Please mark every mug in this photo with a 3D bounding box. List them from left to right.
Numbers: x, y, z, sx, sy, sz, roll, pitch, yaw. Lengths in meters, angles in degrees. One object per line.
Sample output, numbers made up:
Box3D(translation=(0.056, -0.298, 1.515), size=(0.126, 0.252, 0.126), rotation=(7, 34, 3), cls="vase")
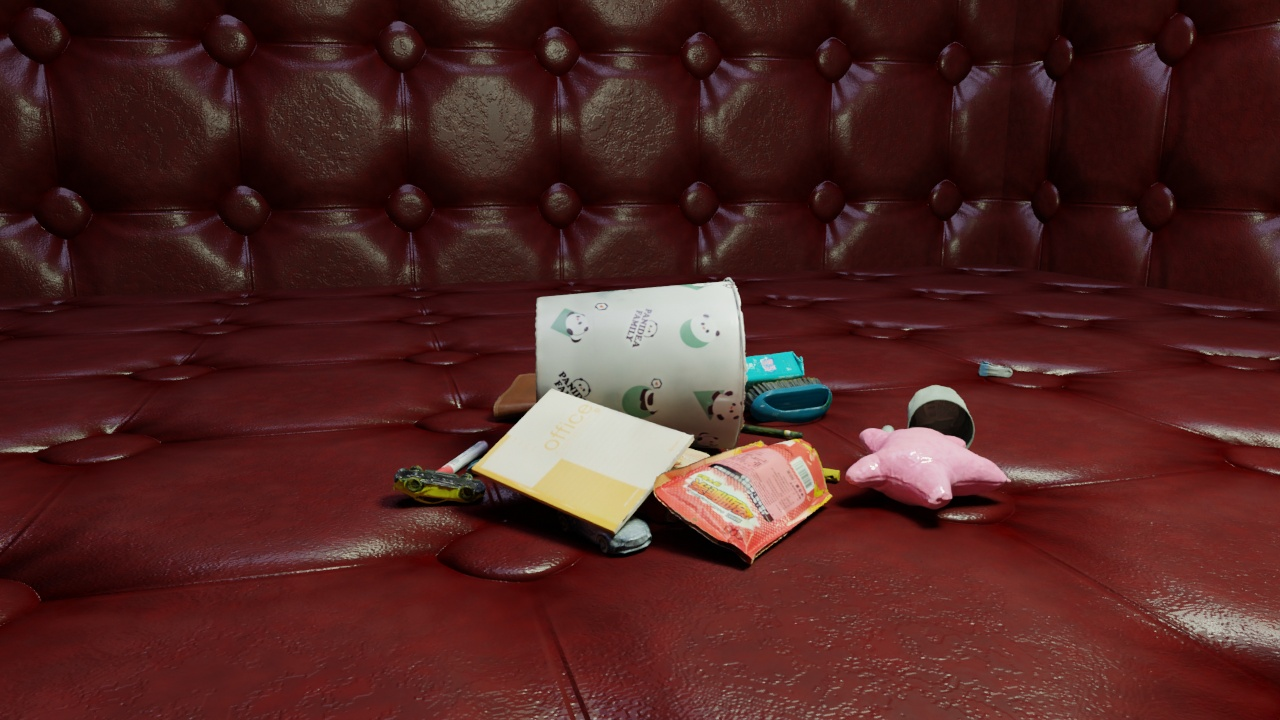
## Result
Box3D(translation=(0.382, 0.089, 1.238), size=(0.124, 0.083, 0.103), rotation=(-23, 4, 18), cls="mug")

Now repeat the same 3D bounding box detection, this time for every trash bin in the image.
Box3D(translation=(-0.007, 0.007, 1.188), size=(0.252, 0.230, 0.229), rotation=(0, 12, -4), cls="trash bin")

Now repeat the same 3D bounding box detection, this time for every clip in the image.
Box3D(translation=(0.648, 0.018, 1.675), size=(0.058, 0.025, 0.035), rotation=(8, 20, 13), cls="clip")

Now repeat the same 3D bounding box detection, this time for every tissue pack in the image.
Box3D(translation=(0.186, 0.033, 1.431), size=(0.133, 0.093, 0.050), rotation=(-5, 54, -24), cls="tissue pack")

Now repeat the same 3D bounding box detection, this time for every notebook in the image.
Box3D(translation=(-0.065, 0.102, 0.994), size=(0.206, 0.010, 0.145), rotation=(17, 49, 35), cls="notebook")

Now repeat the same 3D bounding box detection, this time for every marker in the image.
Box3D(translation=(-0.229, 0.129, 1.173), size=(0.017, 0.017, 0.145), rotation=(3, 12, 14), cls="marker")

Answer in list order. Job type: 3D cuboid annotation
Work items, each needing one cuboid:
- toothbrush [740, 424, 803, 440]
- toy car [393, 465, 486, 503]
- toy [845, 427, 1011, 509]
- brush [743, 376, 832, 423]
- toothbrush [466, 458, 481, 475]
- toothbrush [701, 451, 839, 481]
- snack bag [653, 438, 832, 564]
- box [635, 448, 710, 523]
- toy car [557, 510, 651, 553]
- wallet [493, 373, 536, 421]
Box3D(translation=(0.144, 0.099, 1.325), size=(0.186, 0.012, 0.017), rotation=(6, 19, 28), cls="toothbrush")
Box3D(translation=(-0.231, 0.147, 1.054), size=(0.105, 0.032, 0.048), rotation=(9, 10, -12), cls="toy car")
Box3D(translation=(0.331, 0.125, 1.052), size=(0.179, 0.075, 0.194), rotation=(6, 17, 17), cls="toy")
Box3D(translation=(0.231, 0.066, 1.385), size=(0.143, 0.055, 0.073), rotation=(-6, 33, -27), cls="brush")
Box3D(translation=(-0.143, 0.101, 1.105), size=(0.192, 0.016, 0.018), rotation=(-27, 11, 29), cls="toothbrush")
Box3D(translation=(0.153, 0.134, 1.148), size=(0.190, 0.016, 0.016), rotation=(5, 18, 23), cls="toothbrush")
Box3D(translation=(0.116, 0.141, 0.975), size=(0.128, 0.073, 0.207), rotation=(39, 32, 25), cls="snack bag")
Box3D(translation=(-0.014, 0.132, 1.045), size=(0.168, 0.078, 0.091), rotation=(14, 16, 29), cls="box")
Box3D(translation=(-0.039, 0.166, 0.951), size=(0.054, 0.037, 0.121), rotation=(-9, 18, -36), cls="toy car")
Box3D(translation=(-0.161, 0.053, 1.416), size=(0.101, 0.032, 0.124), rotation=(-6, 22, 17), cls="wallet")
